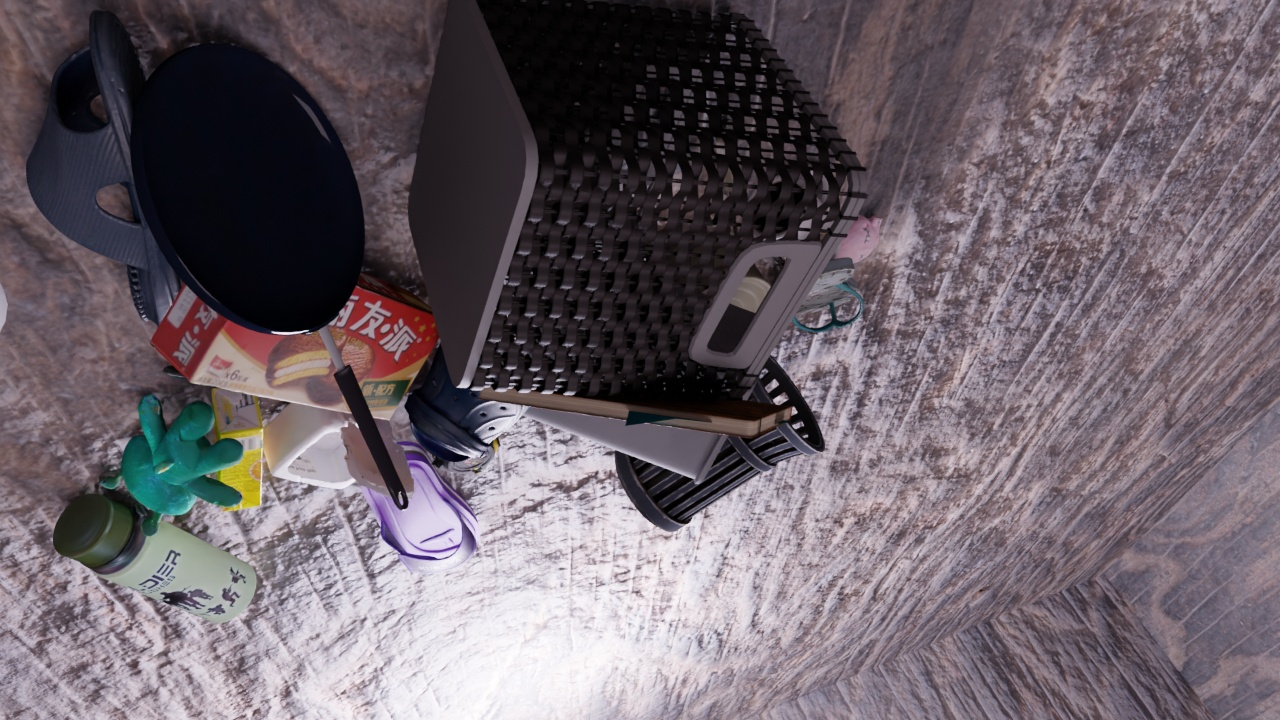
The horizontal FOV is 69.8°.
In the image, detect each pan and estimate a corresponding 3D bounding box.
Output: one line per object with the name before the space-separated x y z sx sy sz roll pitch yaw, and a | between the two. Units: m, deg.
pan | -0.239 -0.044 0.656 0.021 0.198 0.357 -10 111 22

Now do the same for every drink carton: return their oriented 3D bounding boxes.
drink carton | -0.399 0.089 0.911 0.042 0.058 0.135 -6 142 -28

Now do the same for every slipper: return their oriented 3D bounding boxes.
slipper | -0.265 0.206 1.128 0.107 0.084 0.267 -22 145 -8
slipper | -0.181 0.052 0.918 0.095 0.105 0.254 -52 -178 -34
slipper | 0.200 -0.063 1.031 0.098 0.054 0.268 -15 172 13
slipper | -0.372 -0.111 0.635 0.082 0.101 0.264 -10 146 -24

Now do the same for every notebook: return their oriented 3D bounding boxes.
notebook | 0.006 0.037 0.780 0.249 0.014 0.178 7 -176 19

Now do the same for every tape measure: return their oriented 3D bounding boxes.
tape measure | -0.203 0.102 1.073 0.071 0.042 0.072 17 131 -44

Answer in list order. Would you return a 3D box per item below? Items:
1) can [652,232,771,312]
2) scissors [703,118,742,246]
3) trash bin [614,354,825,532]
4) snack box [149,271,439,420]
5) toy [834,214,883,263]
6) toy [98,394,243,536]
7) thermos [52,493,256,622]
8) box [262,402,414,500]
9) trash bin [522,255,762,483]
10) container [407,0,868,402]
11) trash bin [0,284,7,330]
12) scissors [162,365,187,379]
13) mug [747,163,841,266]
can | 0.074 -0.069 1.003 0.127 0.073 0.128 -18 144 -13
scissors | 0.087 -0.166 0.897 0.157 0.013 0.162 -46 140 -58
trash bin | 0.093 0.106 1.174 0.228 0.164 0.164 -36 145 19
snack box | -0.270 -0.025 0.768 0.113 0.060 0.236 -57 156 3
toy | 0.229 -0.134 1.047 0.110 0.047 0.064 -13 135 -14
toy | -0.439 0.100 0.856 0.194 0.130 0.072 -30 -169 36
thermos | -0.512 0.211 0.982 0.082 0.082 0.231 -27 145 1
box | -0.292 0.103 0.927 0.128 0.136 0.108 -37 152 15
trash bin | -0.006 0.005 0.936 0.220 0.097 0.192 20 134 -1
container | -0.026 -0.126 0.721 0.243 0.245 0.248 -1 138 -28
trash bin | -0.510 -0.085 0.519 0.195 0.195 0.200 -14 134 -19
scissors | -0.366 0.001 0.854 0.156 0.019 0.125 -14 146 -21
mug | 0.169 -0.154 0.966 0.105 0.073 0.089 -58 142 -1
